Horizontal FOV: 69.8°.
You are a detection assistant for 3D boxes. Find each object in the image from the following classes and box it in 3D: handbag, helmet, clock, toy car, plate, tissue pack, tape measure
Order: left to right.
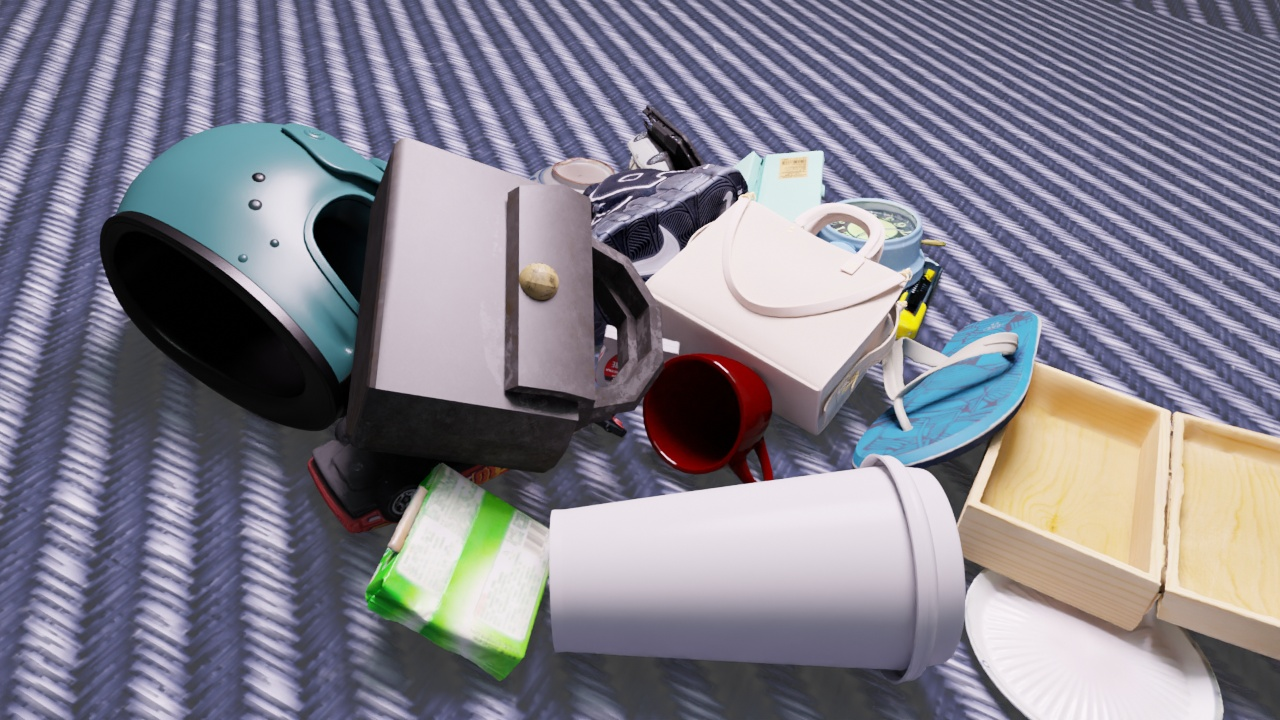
[{"bbox_3d":[-0.243,-0.072,0.700,0.275,0.177,0.199,32,45,9],"label":"helmet"},{"bbox_3d":[-0.130,0.055,0.641,0.189,0.056,0.081,-23,47,-30],"label":"toy car"},{"bbox_3d":[-0.103,0.120,0.544,0.099,0.034,0.113,36,34,-14],"label":"tissue pack"},{"bbox_3d":[-0.075,-0.029,0.597,0.199,0.103,0.197,10,60,-24],"label":"handbag"},{"bbox_3d":[-0.004,0.005,0.733,0.060,0.062,0.020,13,36,-3],"label":"tape measure"},{"bbox_3d":[0.025,-0.211,1.009,0.071,0.094,0.191,-33,28,6],"label":"toy car"},{"bbox_3d":[0.130,-0.065,0.776,0.195,0.101,0.197,32,67,25],"label":"handbag"},{"bbox_3d":[0.218,-0.115,0.939,0.162,0.060,0.118,-15,37,-18],"label":"clock"},{"bbox_3d":[0.283,0.187,0.581,0.157,0.014,0.156,5,36,-4],"label":"plate"}]

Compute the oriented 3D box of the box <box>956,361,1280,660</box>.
[{"bbox_3d":[0.375,0.099,0.662,0.254,0.068,0.246,14,31,25],"label":"box"}]

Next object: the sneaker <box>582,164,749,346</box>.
[{"bbox_3d":[-0.029,-0.114,0.852,0.251,0.097,0.151,-37,39,-28],"label":"sneaker"}]

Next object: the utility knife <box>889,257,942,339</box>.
[{"bbox_3d":[0.281,-0.068,0.929,0.029,0.020,0.172,22,37,15],"label":"utility knife"}]

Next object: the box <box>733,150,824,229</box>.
[{"bbox_3d":[0.126,-0.170,0.969,0.139,0.052,0.186,-22,28,25],"label":"box"}]

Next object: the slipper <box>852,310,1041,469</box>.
[{"bbox_3d":[0.260,0.004,0.752,0.118,0.060,0.293,-10,17,39],"label":"slipper"}]

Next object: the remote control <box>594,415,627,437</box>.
[{"bbox_3d":[-0.064,0.015,0.731,0.140,0.021,0.045,42,5,38],"label":"remote control"}]

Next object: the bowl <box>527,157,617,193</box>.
[{"bbox_3d":[-0.063,-0.177,0.973,0.150,0.057,0.150,5,36,-4],"label":"bowl"}]

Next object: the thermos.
[{"bbox_3d":[0.061,0.124,0.539,0.222,0.132,0.131,-2,36,-2],"label":"thermos"}]

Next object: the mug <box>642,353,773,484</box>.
[{"bbox_3d":[0.068,0.047,0.687,0.088,0.087,0.114,-6,61,-55],"label":"mug"}]
